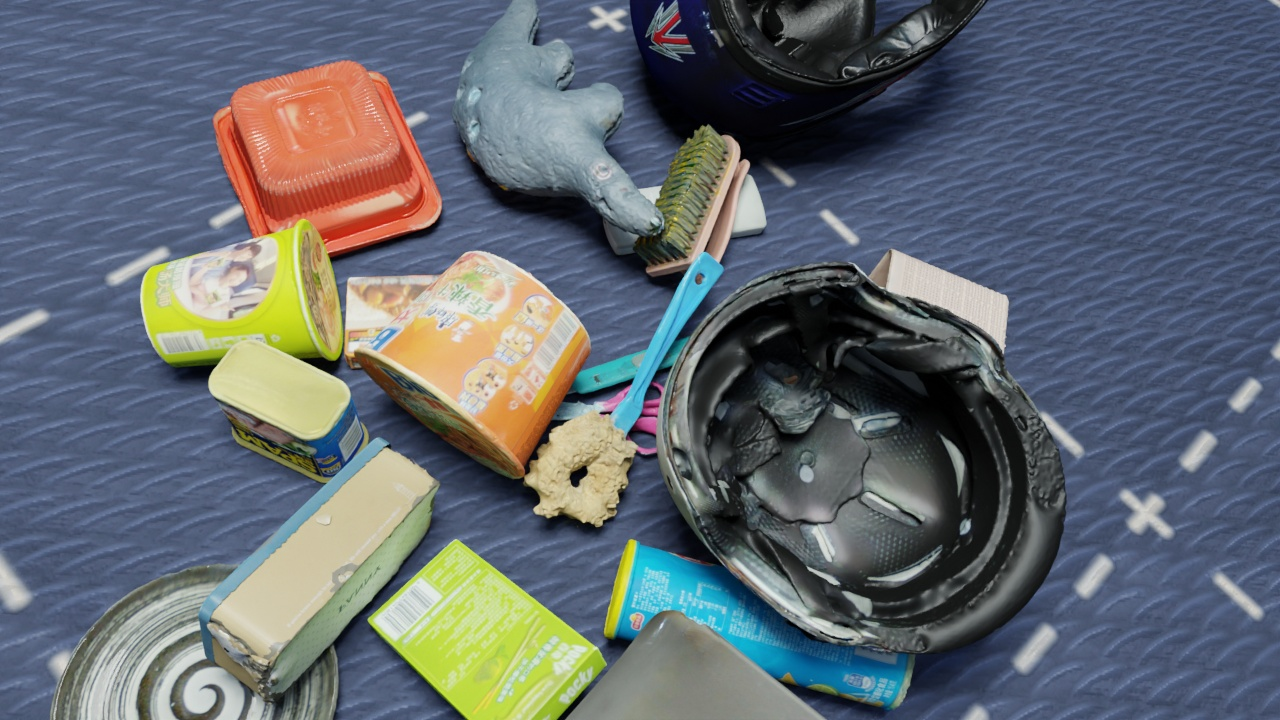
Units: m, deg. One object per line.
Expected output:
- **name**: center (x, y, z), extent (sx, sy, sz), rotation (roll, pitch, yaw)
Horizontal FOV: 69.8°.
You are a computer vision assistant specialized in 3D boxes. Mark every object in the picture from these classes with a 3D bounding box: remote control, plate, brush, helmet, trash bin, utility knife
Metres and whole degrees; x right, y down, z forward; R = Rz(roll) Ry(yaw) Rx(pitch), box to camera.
- **remote control**: center (0.040, -0.135, 0.847), extent (0.150, 0.021, 0.058), rotation (-10, 73, -12)
- **plate**: center (-0.292, 0.227, 0.613), extent (0.179, 0.024, 0.179), rotation (3, 61, -6)
- **brush**: center (0.053, -0.138, 0.809), extent (0.073, 0.063, 0.145), rotation (36, 65, -29)
- **helmet**: center (0.142, -0.343, 0.844), extent (0.315, 0.240, 0.247), rotation (-24, 106, -11)
- **trash bin**: center (0.000, 0.290, 0.536), extent (0.199, 0.199, 0.219), rotation (37, 56, 9)
- **utility knife**: center (-0.005, 0.004, 0.767), extent (0.181, 0.013, 0.029), rotation (-18, 44, -20)
- **helmet**: center (0.131, 0.066, 0.636), extent (0.274, 0.157, 0.230), rotation (31, 81, -9)
- **brush**: center (-0.004, 0.019, 0.722), extent (0.083, 0.046, 0.254), rotation (39, 70, -21)

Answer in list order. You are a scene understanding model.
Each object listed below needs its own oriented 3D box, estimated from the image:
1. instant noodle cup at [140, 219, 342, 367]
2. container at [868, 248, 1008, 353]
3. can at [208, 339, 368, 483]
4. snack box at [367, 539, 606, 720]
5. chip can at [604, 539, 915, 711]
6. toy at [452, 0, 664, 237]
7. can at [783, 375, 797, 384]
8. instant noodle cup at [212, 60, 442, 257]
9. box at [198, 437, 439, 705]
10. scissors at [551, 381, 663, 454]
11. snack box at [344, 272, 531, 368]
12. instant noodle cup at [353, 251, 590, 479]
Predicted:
- **instant noodle cup**: center (-0.308, -0.044, 0.710), extent (0.123, 0.112, 0.111), rotation (-10, 64, -4)
- **container**: center (0.243, -0.024, 0.784), extent (0.111, 0.090, 0.090), rotation (19, 61, -2)
- **can**: center (-0.260, 0.038, 0.680), extent (0.102, 0.083, 0.057), rotation (24, 62, 5)
- **snack box**: center (-0.106, 0.189, 0.616), extent (0.156, 0.026, 0.085), rotation (24, 56, 39)
- **chip can**: center (0.084, 0.189, 0.658), extent (0.210, 0.071, 0.071), rotation (15, 61, -1)
- **toy**: center (-0.094, -0.220, 0.826), extent (0.137, 0.091, 0.356), rotation (-23, 55, -12)
- **can**: center (0.093, 0.043, 0.742), extent (0.116, 0.059, 0.058), rotation (-24, 68, -19)
- **instant noodle cup**: center (-0.276, -0.182, 0.797), extent (0.164, 0.079, 0.188), rotation (-22, 70, -17)
- **box**: center (-0.206, 0.134, 0.619), extent (0.061, 0.090, 0.183), rotation (31, 45, 6)
- **scissors**: center (-0.040, 0.035, 0.754), extent (0.137, 0.017, 0.073), rotation (11, 59, 2)
- **snack box**: center (-0.165, -0.034, 0.764), extent (0.153, 0.026, 0.075), rotation (-2, 63, -9)
- **instant noodle cup**: center (-0.115, -0.001, 0.675), extent (0.151, 0.151, 0.111), rotation (33, 72, 9)
